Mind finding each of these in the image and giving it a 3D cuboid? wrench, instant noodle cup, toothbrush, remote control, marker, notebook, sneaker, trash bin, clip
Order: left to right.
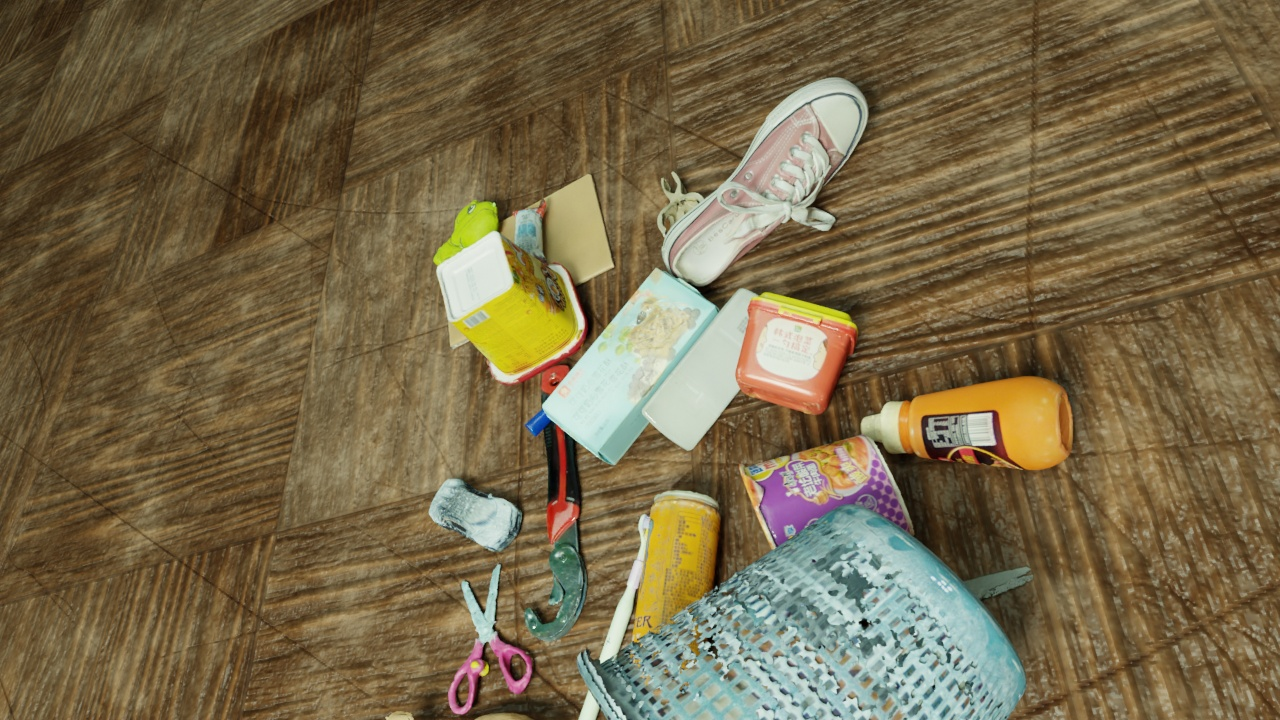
[{"bbox_3d":[-0.132,-0.056,0.912,0.116,0.123,0.116,-29,56,13],"label":"instant noodle cup"},{"bbox_3d":[-0.132,-0.113,1.029,0.208,0.008,0.147,-25,52,15],"label":"notebook"},{"bbox_3d":[-0.076,0.120,0.848,0.056,0.016,0.272,-13,56,18],"label":"wrench"},{"bbox_3d":[-0.054,0.017,0.883,0.145,0.017,0.017,-44,49,-13],"label":"marker"},{"bbox_3d":[-0.018,0.218,0.751,0.189,0.029,0.020,-69,12,-19],"label":"toothbrush"},{"bbox_3d":[0.052,-0.157,0.932,0.095,0.035,0.101,-10,50,31],"label":"clip"},{"bbox_3d":[0.066,0.007,0.813,0.058,0.021,0.150,40,84,0],"label":"remote control"},{"bbox_3d":[0.123,-0.153,0.841,0.241,0.118,0.087,-44,32,8],"label":"sneaker"},{"bbox_3d":[0.107,0.202,0.548,0.195,0.227,0.226,-39,49,-10],"label":"trash bin"},{"bbox_3d":[0.138,0.111,0.673,0.099,0.111,0.111,-22,52,6],"label":"instant noodle cup"}]

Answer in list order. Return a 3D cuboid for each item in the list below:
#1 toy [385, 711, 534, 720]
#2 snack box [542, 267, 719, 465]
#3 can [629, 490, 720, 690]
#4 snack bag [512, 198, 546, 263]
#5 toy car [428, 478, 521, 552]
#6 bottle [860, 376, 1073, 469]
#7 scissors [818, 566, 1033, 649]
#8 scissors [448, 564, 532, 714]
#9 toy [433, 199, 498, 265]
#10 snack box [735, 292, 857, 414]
[{"bbox_3d":[-0.113,0.335,0.696,0.143,0.082,0.226,-41,46,-13],"label":"toy"},{"bbox_3d":[-0.005,0.005,0.844,0.074,0.051,0.174,36,83,26],"label":"snack box"},{"bbox_3d":[0.028,0.180,0.721,0.058,0.058,0.145,-6,59,27],"label":"can"},{"bbox_3d":[-0.123,-0.135,1.014,0.045,0.026,0.105,-12,57,13],"label":"snack bag"},{"bbox_3d":[-0.159,0.145,0.872,0.106,0.031,0.049,15,71,35],"label":"toy car"},{"bbox_3d":[0.236,0.048,0.681,0.150,0.066,0.066,-6,59,36],"label":"bottle"},{"bbox_3d":[0.192,0.188,0.652,0.176,0.014,0.132,9,66,31],"label":"scissors"},{"bbox_3d":[-0.129,0.241,0.807,0.108,0.017,0.135,-11,53,26],"label":"scissors"},{"bbox_3d":[-0.197,-0.140,1.059,0.100,0.031,0.096,-42,49,8],"label":"toy"},{"bbox_3d":[0.125,-0.004,0.758,0.091,0.082,0.080,17,79,16],"label":"snack box"}]
